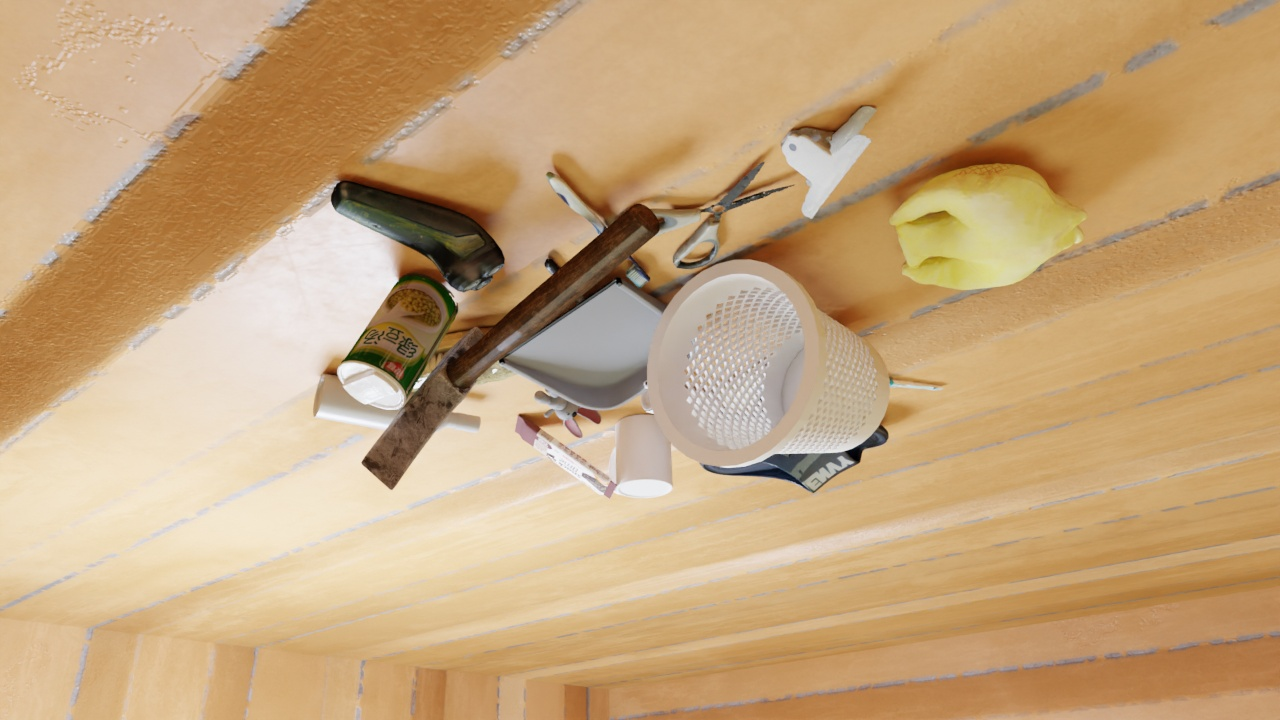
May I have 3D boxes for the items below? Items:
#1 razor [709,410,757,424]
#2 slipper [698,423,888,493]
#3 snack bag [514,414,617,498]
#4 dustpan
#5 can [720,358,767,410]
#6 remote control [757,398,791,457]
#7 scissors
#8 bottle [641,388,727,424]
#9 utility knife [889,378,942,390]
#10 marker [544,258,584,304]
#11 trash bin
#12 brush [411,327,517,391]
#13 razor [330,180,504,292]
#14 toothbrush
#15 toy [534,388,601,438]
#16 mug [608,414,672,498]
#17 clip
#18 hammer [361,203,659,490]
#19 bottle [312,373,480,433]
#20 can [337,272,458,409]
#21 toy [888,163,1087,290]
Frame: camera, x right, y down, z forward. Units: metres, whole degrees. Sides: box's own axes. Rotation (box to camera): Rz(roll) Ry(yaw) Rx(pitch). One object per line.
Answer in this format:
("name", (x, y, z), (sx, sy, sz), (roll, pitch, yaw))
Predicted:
("razor", (0.107, 0.074, 1.192), (0.144, 0.022, 0.042), (-3, 154, 1))
("slipper", (0.203, 0.136, 1.255), (0.269, 0.083, 0.110), (-13, 149, 24))
("snack bag", (-0.100, 0.128, 1.205), (0.158, 0.013, 0.057), (35, 152, 5))
("dustpan", (-0.006, 0.006, 1.001), (0.163, 0.033, 0.257), (-32, 148, 25))
("can", (0.130, 0.030, 1.088), (0.038, 0.038, 0.080), (12, 150, -25))
("remote control", (0.155, 0.068, 1.066), (0.034, 0.149, 0.013), (22, 112, -4))
("scissors", (0.052, -0.124, 0.808), (0.166, 0.012, 0.158), (-1, 155, -2))
("bottle", (0.058, 0.056, 1.131), (0.116, 0.041, 0.041), (17, 148, -32))
("utility knife", (0.293, 0.027, 1.121), (0.178, 0.015, 0.022), (4, 152, -16))
("marker", (-0.062, -0.062, 0.926), (0.011, 0.011, 0.152), (-11, 152, 17))
("trash bin", (0.145, 0.018, 0.927), (0.196, 0.195, 0.199), (-24, 156, 36))
("brush", (-0.189, -0.001, 1.001), (0.195, 0.043, 0.059), (-9, 152, 11))
("razor", (-0.189, -0.105, 0.777), (0.151, 0.067, 0.054), (23, 141, -26))
("toothbrush", (-0.036, -0.113, 0.818), (0.017, 0.016, 0.189), (-42, 145, 4))
("toy", (-0.092, 0.060, 1.141), (0.049, 0.030, 0.111), (-38, 142, 6))
("mug", (-0.007, 0.134, 1.225), (0.073, 0.090, 0.111), (17, 148, -33))
("clip", (0.144, -0.160, 0.726), (0.052, 0.058, 0.102), (-17, 160, -26))
("hammer", (-0.106, -0.024, 0.801), (0.301, 0.217, 0.037), (-36, 106, 30))
("bottle", (-0.288, 0.060, 1.105), (0.195, 0.052, 0.053), (14, 149, -28))
("can", (-0.227, -0.018, 0.864), (0.067, 0.120, 0.067), (15, 143, 11))
("toy", (0.300, -0.110, 0.796), (0.155, 0.064, 0.170), (-6, 153, 20))
